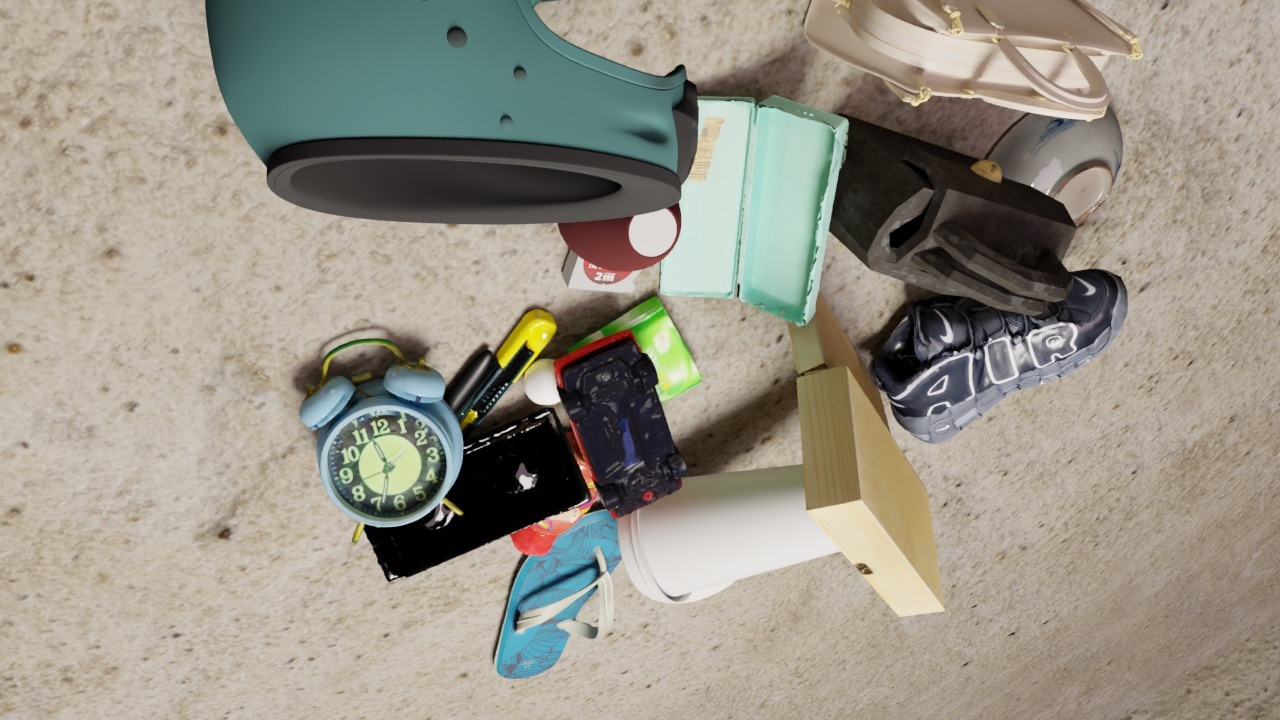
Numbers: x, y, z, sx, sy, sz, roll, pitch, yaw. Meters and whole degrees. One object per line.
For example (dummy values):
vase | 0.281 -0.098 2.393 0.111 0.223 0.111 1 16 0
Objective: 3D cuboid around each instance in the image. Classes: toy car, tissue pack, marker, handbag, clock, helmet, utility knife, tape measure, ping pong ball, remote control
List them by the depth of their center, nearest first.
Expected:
helmet | -0.081 -0.185 0.486 0.274 0.200 0.176 0 176 -9
handbag | 0.237 -0.211 0.617 0.194 0.197 0.101 -3 131 -24
handbag | 0.249 -0.108 0.720 0.197 0.199 0.103 6 127 -32
clock | -0.205 0.060 0.731 0.118 0.060 0.162 -17 105 -7
tape measure | -0.026 -0.084 0.733 0.060 0.020 0.062 2 128 -28
marker | -0.165 0.041 0.782 0.015 0.018 0.134 29 114 -26
utility knife | -0.128 0.024 0.786 0.028 0.020 0.173 21 119 -38
ping pong ball | -0.081 0.018 0.787 0.040 0.040 0.040 -14 135 -15
toy car | -0.016 0.059 0.798 0.081 0.056 0.189 -25 129 -9
toy car | -0.147 0.111 0.813 0.192 0.071 0.094 -23 99 0
tissue pack | -0.005 0.005 0.819 0.099 0.034 0.114 -31 138 1
remote control | 0.341 -0.061 0.938 0.140 0.021 0.045 -16 139 -7

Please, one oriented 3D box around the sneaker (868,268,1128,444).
sneaker | 0.326 -0.028 0.885 0.253 0.097 0.150 -38 134 28

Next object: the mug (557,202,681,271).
mug | -0.009 -0.114 0.654 0.087 0.088 0.114 -15 114 -16

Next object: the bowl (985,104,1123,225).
bowl | 0.385 -0.163 0.838 0.150 0.056 0.151 -14 135 -15

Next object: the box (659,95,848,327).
box | 0.082 -0.116 0.721 0.139 0.052 0.187 17 135 15

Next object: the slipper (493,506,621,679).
slipper | -0.089 0.275 1.011 0.118 0.060 0.296 6 127 -27

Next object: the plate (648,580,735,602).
plate | 0.074 0.242 1.091 0.156 0.014 0.157 -14 134 -15

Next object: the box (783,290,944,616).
box | 0.196 0.073 0.830 0.068 0.253 0.247 -23 139 18

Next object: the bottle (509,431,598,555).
bottle | -0.080 0.132 0.887 0.071 0.048 0.134 13 124 -37

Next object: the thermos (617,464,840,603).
thermos | 0.100 0.159 0.895 0.222 0.131 0.131 -16 142 25
